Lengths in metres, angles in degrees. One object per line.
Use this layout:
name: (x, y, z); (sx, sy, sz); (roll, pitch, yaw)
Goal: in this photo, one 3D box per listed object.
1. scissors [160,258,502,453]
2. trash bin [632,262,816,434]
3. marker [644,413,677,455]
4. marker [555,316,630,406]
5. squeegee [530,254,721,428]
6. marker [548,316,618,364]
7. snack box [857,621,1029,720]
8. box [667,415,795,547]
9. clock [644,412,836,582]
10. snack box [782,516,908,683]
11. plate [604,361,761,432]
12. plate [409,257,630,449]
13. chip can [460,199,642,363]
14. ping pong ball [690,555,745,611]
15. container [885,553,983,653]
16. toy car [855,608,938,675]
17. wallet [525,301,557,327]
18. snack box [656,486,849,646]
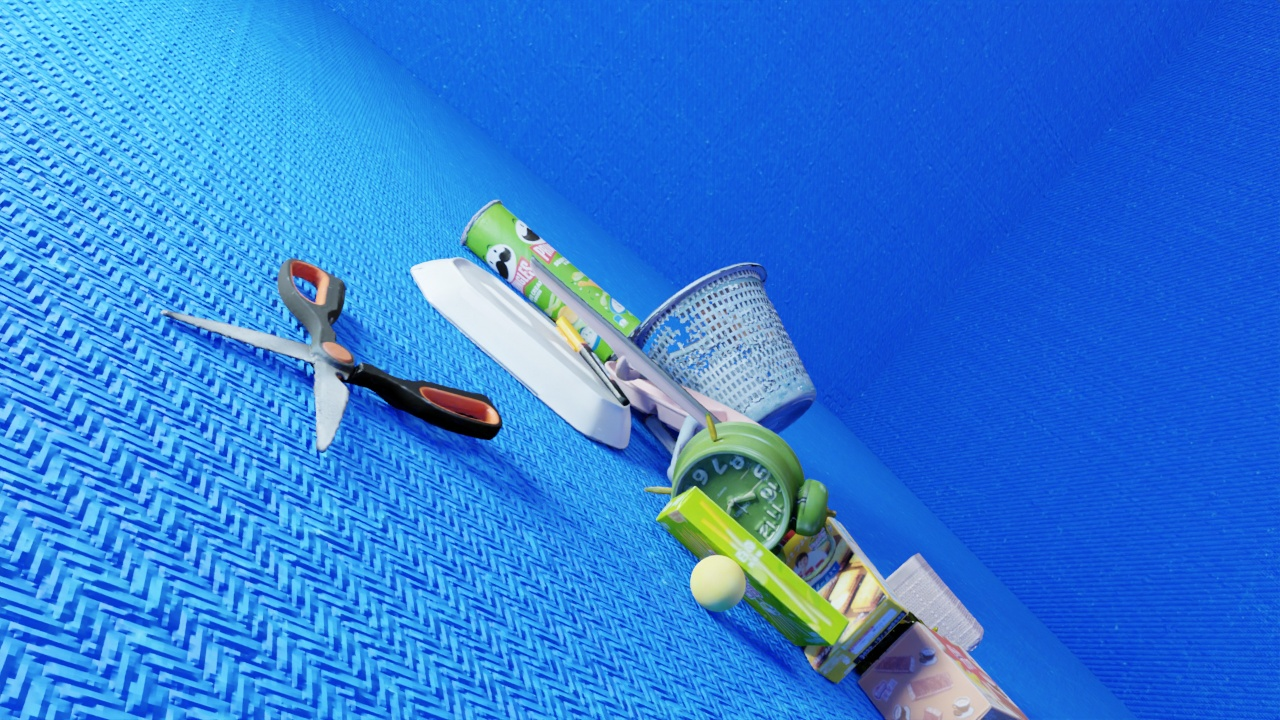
scissors: (-0.174, 0.002, 0.550); (0.220, 0.022, 0.233); (29, 14, -34)
trash bin: (0.125, 0.011, 1.248); (0.195, 0.227, 0.226); (58, 14, 19)
marker: (0.049, 0.108, 0.993); (0.145, 0.017, 0.017); (48, 11, 36)
marker: (-0.047, 0.001, 0.881); (0.124, 0.015, 0.018); (50, 10, 32)
squeegee: (-0.006, 0.006, 0.950); (0.247, 0.040, 0.249); (41, 1, 7)
marker: (-0.065, -0.020, 1.144); (0.124, 0.015, 0.018); (37, 24, -7)
snack box: (0.260, 0.293, 0.785); (0.092, 0.077, 0.094); (33, 11, -40)
box: (0.126, 0.134, 0.913); (0.201, 0.100, 0.102); (37, -28, -25)
clock: (0.094, 0.126, 0.785); (0.161, 0.116, 0.056); (38, 20, 4)
snack box: (0.163, 0.200, 0.796); (0.033, 0.087, 0.140); (38, 10, -22)
plate: (0.059, 0.060, 1.057); (0.229, 0.028, 0.229); (24, 5, -3)
plate: (-0.103, -0.015, 0.882); (0.265, 0.034, 0.162); (41, 9, -2)
chip can: (-0.106, -0.094, 1.111); (0.236, 0.072, 0.072); (40, 9, 3)
ping pong ball: (0.057, 0.163, 0.671); (0.040, 0.040, 0.040); (40, 9, -8)
container: (0.314, 0.289, 1.025); (0.111, 0.090, 0.090); (49, 11, 21)
toy car: (0.249, 0.275, 0.859); (0.156, 0.071, 0.041); (37, 13, -39)
wallet: (-0.100, -0.029, 1.027); (0.121, 0.019, 0.097); (42, 7, 14)
snack box: (0.084, 0.164, 0.724); (0.156, 0.026, 0.086); (42, -20, 2)
